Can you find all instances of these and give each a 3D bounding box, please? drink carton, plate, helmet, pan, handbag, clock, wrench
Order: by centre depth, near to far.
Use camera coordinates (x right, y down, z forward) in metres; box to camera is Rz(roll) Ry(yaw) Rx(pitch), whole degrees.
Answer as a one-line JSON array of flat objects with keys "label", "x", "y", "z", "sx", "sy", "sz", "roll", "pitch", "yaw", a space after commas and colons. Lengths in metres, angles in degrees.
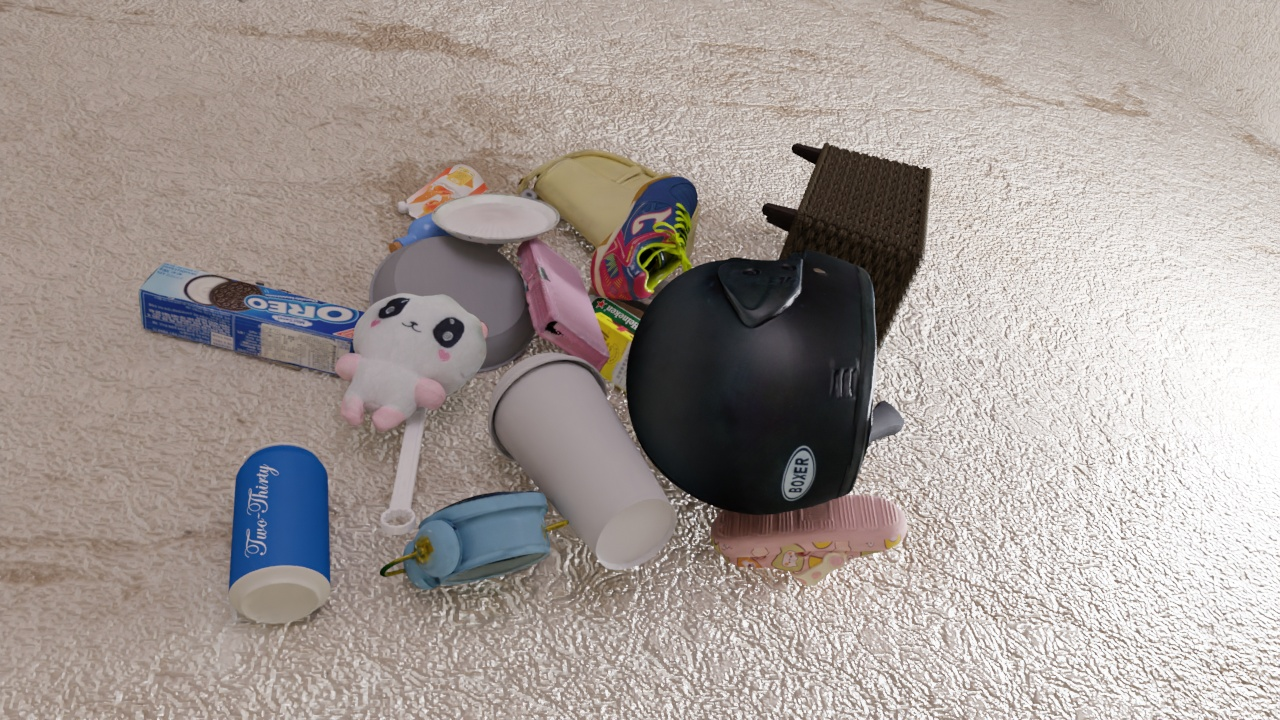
[{"label": "clock", "x": -0.152, "y": 0.162, "z": 0.818, "sx": 0.161, "sy": 0.118, "sz": 0.060, "roll": -9, "pitch": 71, "yaw": -23}, {"label": "wrench", "x": -0.224, "y": 0.084, "z": 0.897, "sx": 0.047, "sy": 0.009, "sz": 0.273, "roll": -1, "pitch": 26, "yaw": -8}, {"label": "helmet", "x": 0.108, "y": 0.005, "z": 0.938, "sx": 0.236, "sy": 0.250, "sz": 0.315, "roll": 8, "pitch": 39, "yaw": 7}, {"label": "plate", "x": -0.179, "y": -0.176, "z": 1.142, "sx": 0.157, "sy": 0.014, "sz": 0.156, "roll": 3, "pitch": 29, "yaw": -2}, {"label": "pan", "x": -0.195, "y": -0.127, "z": 1.146, "sx": 0.201, "sy": 0.051, "sz": 0.355, "roll": 27, "pitch": 48, "yaw": -4}, {"label": "drink carton", "x": -0.274, "y": -0.226, "z": 1.269, "sx": 0.069, "sy": 0.039, "sz": 0.121, "roll": 29, "pitch": 48, "yaw": 10}, {"label": "handbag", "x": -0.039, "y": -0.219, "z": 1.307, "sx": 0.190, "sy": 0.089, "sz": 0.233, "roll": -27, "pitch": 58, "yaw": -36}]

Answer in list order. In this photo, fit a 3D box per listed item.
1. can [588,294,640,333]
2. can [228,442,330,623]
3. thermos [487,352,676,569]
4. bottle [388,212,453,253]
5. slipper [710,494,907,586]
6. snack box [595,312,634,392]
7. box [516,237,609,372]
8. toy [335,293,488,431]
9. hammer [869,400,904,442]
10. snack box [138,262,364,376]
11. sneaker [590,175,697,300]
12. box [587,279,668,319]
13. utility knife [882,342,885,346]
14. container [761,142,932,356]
[{"label": "can", "x": -0.029, "y": -0.038, "z": 1.132, "sx": 0.101, "sy": 0.053, "sz": 0.053, "roll": 32, "pitch": 42, "yaw": 15}, {"label": "can", "x": -0.312, "y": 0.148, "z": 0.798, "sx": 0.078, "sy": 0.079, "sz": 0.146, "roll": 0, "pitch": 44, "yaw": -20}, {"label": "thermos", "x": -0.055, "y": 0.096, "z": 0.888, "sx": 0.131, "sy": 0.132, "sz": 0.222, "roll": -9, "pitch": 36, "yaw": -29}, {"label": "bottle", "x": -0.270, "y": -0.165, "z": 1.187, "sx": 0.048, "sy": 0.048, "sz": 0.130, "roll": 35, "pitch": 43, "yaw": 18}, {"label": "slipper", "x": 0.172, "y": 0.186, "z": 0.941, "sx": 0.197, "sy": 0.081, "sz": 0.093, "roll": -6, "pitch": 24, "yaw": 6}, {"label": "snack box", "x": -0.006, "y": 0.006, "z": 1.084, "sx": 0.149, "sy": 0.061, "sz": 0.025, "roll": 33, "pitch": 21, "yaw": 16}, {"label": "box", "x": -0.093, "y": -0.069, "z": 1.057, "sx": 0.098, "sy": 0.037, "sz": 0.232, "roll": 38, "pitch": 15, "yaw": -29}, {"label": "toy", "x": -0.242, "y": 0.003, "z": 0.950, "sx": 0.139, "sy": 0.102, "sz": 0.179, "roll": 21, "pitch": 45, "yaw": 6}, {"label": "hammer", "x": 0.191, "y": 0.096, "z": 1.084, "sx": 0.311, "sy": 0.035, "sz": 0.139, "roll": -14, "pitch": 52, "yaw": -33}, {"label": "snack box", "x": -0.415, "y": -0.043, "z": 0.991, "sx": 0.226, "sy": 0.060, "sz": 0.059, "roll": 15, "pitch": 37, "yaw": -5}, {"label": "sneaker", "x": 0.032, "y": -0.152, "z": 1.161, "sx": 0.091, "sy": 0.116, "sz": 0.241, "roll": 8, "pitch": 44, "yaw": 30}, {"label": "box", "x": 0.039, "y": -0.064, "z": 1.194, "sx": 0.216, "sy": 0.063, "sz": 0.081, "roll": 24, "pitch": 37, "yaw": 5}, {"label": "utility knife", "x": 0.251, "y": -0.072, "z": 1.302, "sx": 0.213, "sy": 0.020, "sz": 0.028, "roll": 28, "pitch": 41, "yaw": 13}, {"label": "container", "x": 0.271, "y": -0.172, "z": 1.283, "sx": 0.205, "sy": 0.177, "sz": 0.320, "roll": 21, "pitch": 35, "yaw": 6}]
